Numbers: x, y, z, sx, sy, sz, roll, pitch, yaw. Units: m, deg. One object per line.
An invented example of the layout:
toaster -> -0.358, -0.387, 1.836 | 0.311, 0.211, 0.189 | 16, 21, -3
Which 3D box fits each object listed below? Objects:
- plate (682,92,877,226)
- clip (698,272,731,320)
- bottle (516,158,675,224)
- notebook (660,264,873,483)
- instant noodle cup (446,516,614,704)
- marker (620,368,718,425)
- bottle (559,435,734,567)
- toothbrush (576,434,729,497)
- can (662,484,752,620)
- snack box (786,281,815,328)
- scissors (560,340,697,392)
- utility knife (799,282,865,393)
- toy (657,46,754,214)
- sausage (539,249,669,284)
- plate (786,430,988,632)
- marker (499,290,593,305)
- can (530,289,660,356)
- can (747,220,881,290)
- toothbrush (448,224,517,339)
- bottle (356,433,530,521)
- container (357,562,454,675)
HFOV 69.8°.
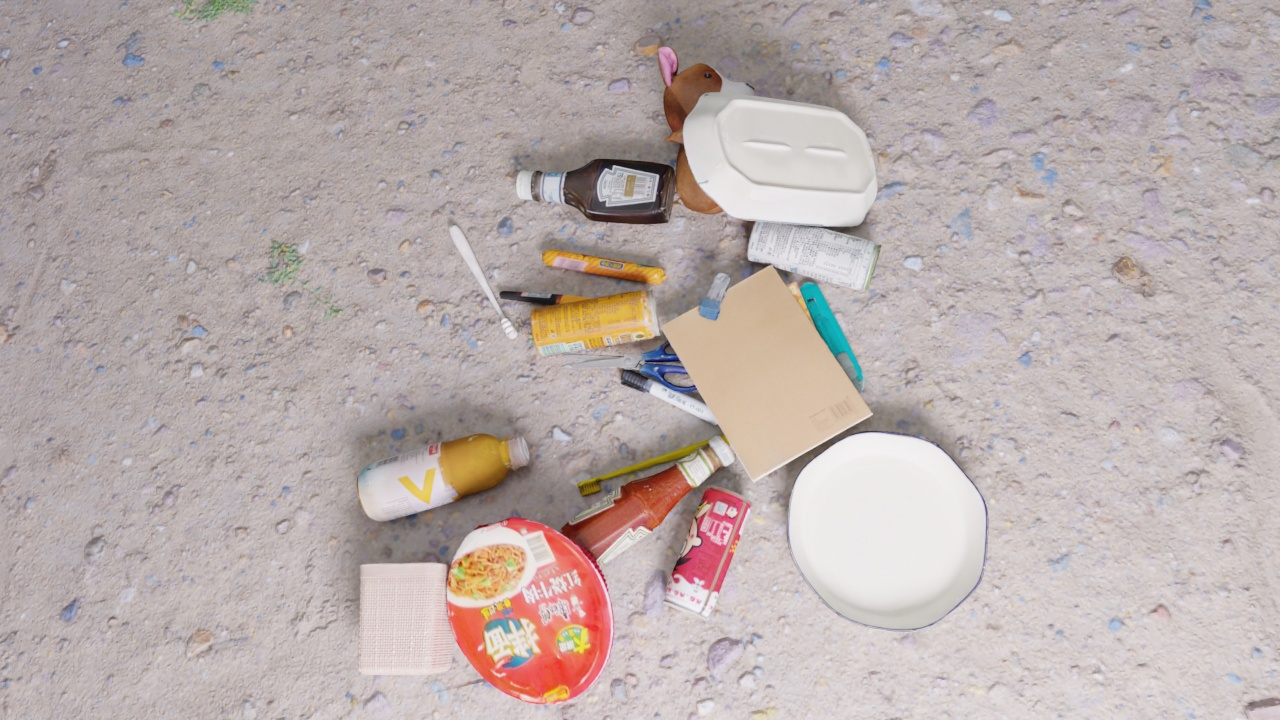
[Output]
plate -> 0.172, -0.235, 1.047 | 0.265, 0.034, 0.162 | 0, 72, -28
clip -> 0.087, -0.076, 1.046 | 0.027, 0.045, 0.058 | 19, 64, 19
bottle -> -0.057, -0.212, 1.139 | 0.195, 0.044, 0.079 | 6, 71, 10
notebook -> 0.137, 0.010, 1.022 | 0.149, 0.012, 0.211 | -29, 68, -2
instant noodle cup -> -0.103, 0.248, 0.943 | 0.194, 0.065, 0.194 | 4, 99, 24
marker -> 0.036, 0.043, 1.051 | 0.131, 0.018, 0.022 | 25, 96, 16
bottle -> 0.010, 0.151, 0.994 | 0.206, 0.060, 0.059 | -34, 70, -5
toothbrush -> 0.021, 0.116, 1.028 | 0.190, 0.016, 0.016 | -19, 74, 1
can -> 0.071, 0.203, 0.970 | 0.053, 0.053, 0.132 | 20, 75, 14
snack box -> 0.168, -0.007, 1.044 | 0.077, 0.027, 0.155 | -20, 69, 2
scissors -> -0.004, -0.006, 1.064 | 0.174, 0.012, 0.124 | 25, 61, 15
utility knife -> 0.220, -0.025, 1.052 | 0.029, 0.013, 0.151 | -22, 69, -3
toy -> 0.085, -0.280, 1.104 | 0.131, 0.140, 0.199 | -27, 63, 26
sausage -> -0.045, -0.114, 1.114 | 0.165, 0.021, 0.021 | 11, 72, 11
plate -> 0.255, 0.177, 0.959 | 0.205, 0.045, 0.204 | -2, 70, 6
marker -> -0.112, -0.073, 1.112 | 0.124, 0.015, 0.018 | 7, 34, 11
can -> -0.053, -0.044, 1.071 | 0.146, 0.058, 0.058 | -9, 70, 4
can -> 0.200, -0.126, 1.066 | 0.147, 0.058, 0.058 | 17, 74, 13
toothbrush -> -0.197, -0.101, 1.132 | 0.016, 0.016, 0.180 | -29, 69, -6
bottle -> -0.219, 0.126, 1.028 | 0.189, 0.068, 0.068 | -17, 69, 1
container -> -0.245, 0.273, 0.971 | 0.090, 0.090, 0.110 | -2, 74, 6
